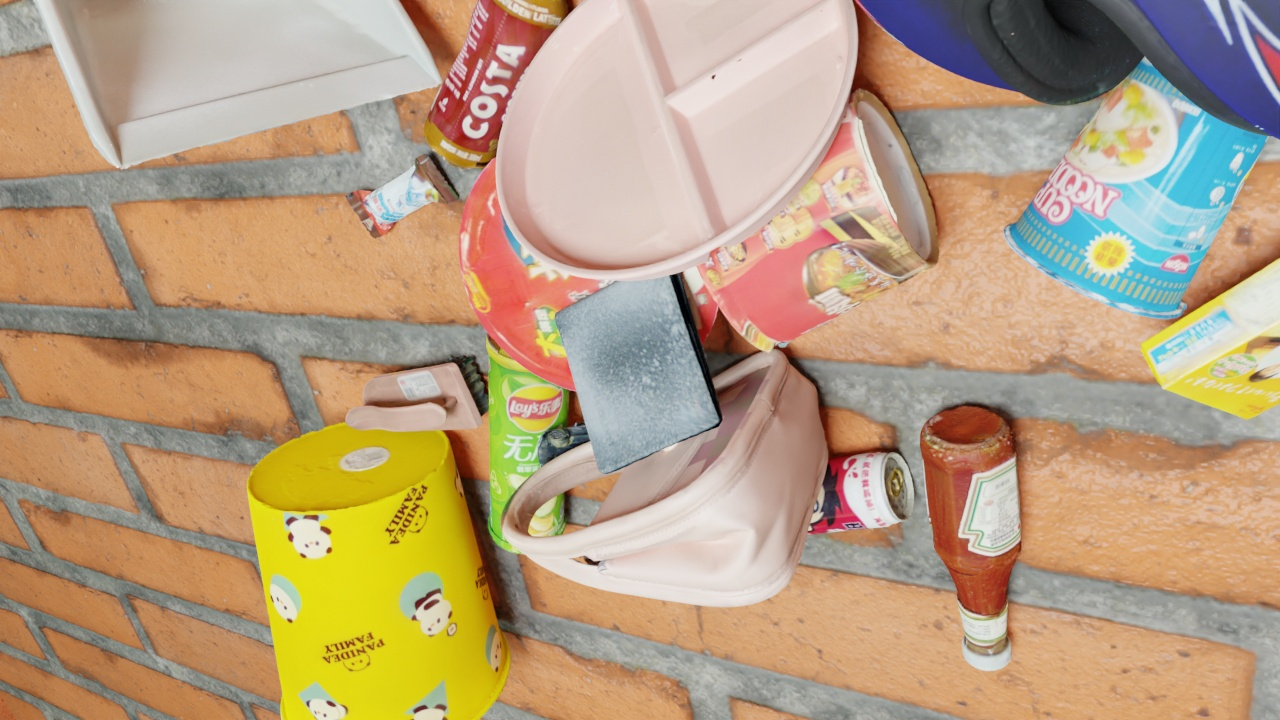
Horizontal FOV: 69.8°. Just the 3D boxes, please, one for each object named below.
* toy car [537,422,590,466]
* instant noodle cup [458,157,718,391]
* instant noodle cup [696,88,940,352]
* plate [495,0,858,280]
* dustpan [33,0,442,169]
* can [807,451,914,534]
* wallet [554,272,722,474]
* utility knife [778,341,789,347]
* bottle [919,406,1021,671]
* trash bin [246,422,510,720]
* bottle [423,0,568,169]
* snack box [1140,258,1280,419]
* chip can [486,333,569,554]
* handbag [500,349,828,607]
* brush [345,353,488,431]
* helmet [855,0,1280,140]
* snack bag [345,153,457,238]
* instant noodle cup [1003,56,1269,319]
[{"bbox_3d":[-0.041,0.069,0.754,0.090,0.034,0.043,-8,129,-13],"label":"toy car"},{"bbox_3d":[-0.029,-0.073,0.652,0.194,0.065,0.194,8,116,17],"label":"instant noodle cup"},{"bbox_3d":[0.102,-0.087,0.538,0.109,0.137,0.138,-22,104,31],"label":"instant noodle cup"},{"bbox_3d":[0.015,-0.145,0.526,0.230,0.229,0.028,1,159,32],"label":"plate"},{"bbox_3d":[-0.293,-0.278,0.607,0.258,0.222,0.143,45,146,33],"label":"dustpan"},{"bbox_3d":[0.130,0.101,0.680,0.133,0.053,0.053,-15,109,38],"label":"can"},{"bbox_3d":[-0.004,0.004,0.600,0.097,0.019,0.120,-26,70,28],"label":"wallet"},{"bbox_3d":[0.061,-0.107,0.624,0.029,0.013,0.218,-13,107,35],"label":"utility knife"},{"bbox_3d":[0.232,0.129,0.632,0.060,0.059,0.206,2,122,31],"label":"bottle"},{"bbox_3d":[-0.257,0.208,0.890,0.230,0.228,0.255,8,115,29],"label":"trash bin"},{"bbox_3d":[-0.095,-0.212,0.630,0.057,0.057,0.175,42,131,4],"label":"bottle"},{"bbox_3d":[0.338,-0.024,0.456,0.086,0.033,0.141,15,141,-30],"label":"snack box"},{"bbox_3d":[-0.097,0.071,0.793,0.073,0.072,0.222,20,127,21],"label":"chip can"},{"bbox_3d":[0.006,0.087,0.645,0.235,0.192,0.093,-15,110,30],"label":"handbag"},{"bbox_3d":[-0.210,0.038,0.846,0.146,0.072,0.063,-6,114,37],"label":"brush"},{"bbox_3d":[0.177,-0.216,0.339,0.315,0.246,0.241,58,158,-14],"label":"helmet"},{"bbox_3d":[-0.200,-0.136,0.764,0.104,0.026,0.048,-12,122,37],"label":"snack bag"},{"bbox_3d":[0.257,-0.093,0.464,0.099,0.099,0.110,28,121,15],"label":"instant noodle cup"}]
